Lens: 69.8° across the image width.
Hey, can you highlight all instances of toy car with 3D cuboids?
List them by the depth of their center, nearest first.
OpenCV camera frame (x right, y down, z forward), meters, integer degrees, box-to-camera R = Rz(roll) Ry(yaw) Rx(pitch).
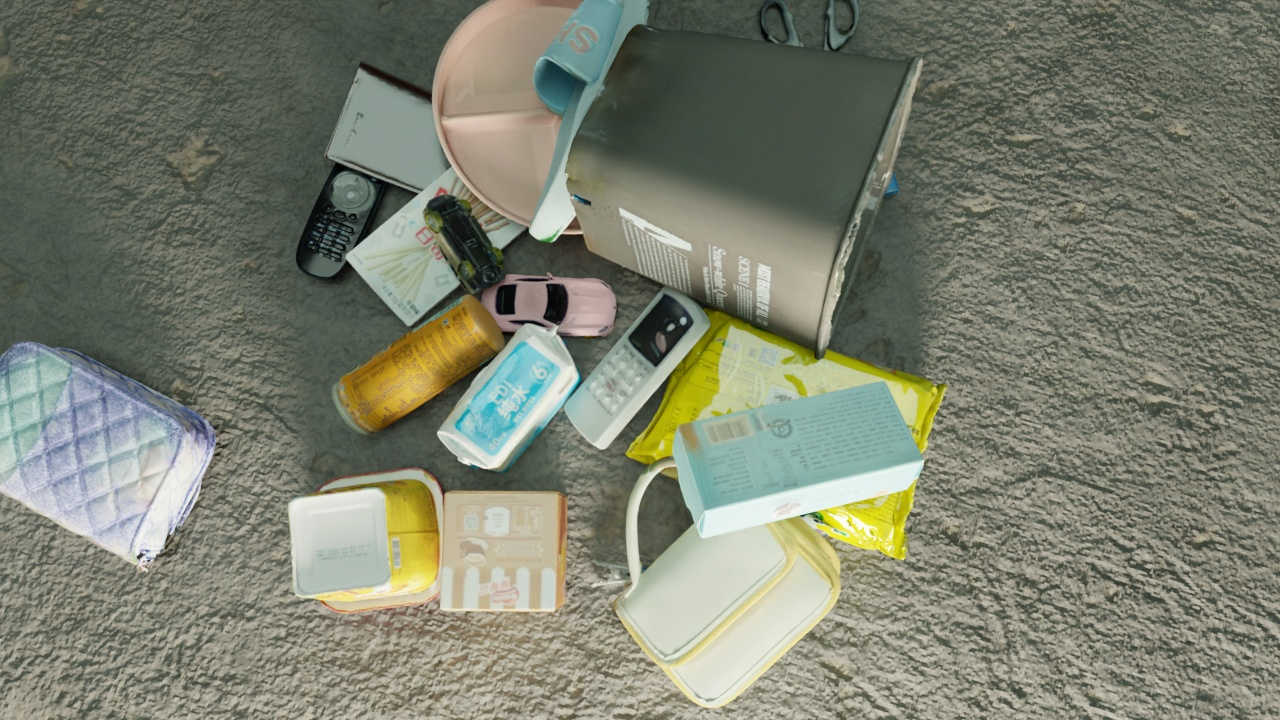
[{"bbox_3d":[-0.156,-0.101,0.796,0.042,0.035,0.090,-34,95,-43],"label":"toy car"},{"bbox_3d":[-0.081,-0.049,0.820,0.122,0.037,0.056,2,82,1],"label":"toy car"}]

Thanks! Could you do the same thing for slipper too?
[{"bbox_3d":[-0.057,-0.220,0.766,0.074,0.104,0.245,18,86,-14],"label":"slipper"}]

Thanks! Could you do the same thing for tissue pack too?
[{"bbox_3d":[-0.108,0.033,0.779,0.063,0.090,0.140,38,83,7],"label":"tissue pack"}]

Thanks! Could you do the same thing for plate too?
[{"bbox_3d":[-0.071,-0.224,0.828,0.229,0.028,0.229,2,83,-14],"label":"plate"}]

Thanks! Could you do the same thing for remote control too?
[{"bbox_3d":[-0.005,0.005,0.787,0.150,0.021,0.058,-50,51,8],"label":"remote control"},{"bbox_3d":[-0.272,-0.136,0.845,0.053,0.024,0.136,21,78,-1],"label":"remote control"}]

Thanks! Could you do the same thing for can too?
[{"bbox_3d":[-0.190,0.004,0.789,0.146,0.058,0.058,-32,81,8],"label":"can"}]

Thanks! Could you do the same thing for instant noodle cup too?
[{"bbox_3d":[-0.224,0.146,0.744,0.116,0.124,0.116,-7,80,0],"label":"instant noodle cup"}]

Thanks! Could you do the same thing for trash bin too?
[{"bbox_3d":[0.077,-0.139,0.718,0.220,0.199,0.198,19,72,13],"label":"trash bin"}]

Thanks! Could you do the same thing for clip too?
[{"bbox_3d":[-0.015,0.183,0.783,0.057,0.024,0.029,1,84,3],"label":"clip"}]

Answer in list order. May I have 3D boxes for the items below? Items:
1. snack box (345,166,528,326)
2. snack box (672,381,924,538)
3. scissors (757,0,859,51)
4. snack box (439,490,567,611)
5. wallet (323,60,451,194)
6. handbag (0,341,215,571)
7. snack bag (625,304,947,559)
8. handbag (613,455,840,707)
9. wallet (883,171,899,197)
[{"bbox_3d":[-0.177,-0.112,0.829,0.156,0.027,0.084,-42,97,-5],"label":"snack box"},{"bbox_3d":[0.117,0.074,0.695,0.174,0.052,0.074,-12,57,-8],"label":"snack box"},{"bbox_3d":[0.167,-0.276,0.865,0.159,0.014,0.173,36,84,7],"label":"scissors"},{"bbox_3d":[-0.111,0.158,0.763,0.093,0.077,0.094,0,79,1],"label":"snack box"},{"bbox_3d":[-0.216,-0.207,0.843,0.122,0.020,0.096,21,83,-10],"label":"wallet"},{"bbox_3d":[-0.472,0.077,0.789,0.194,0.075,0.134,27,86,7],"label":"handbag"},{"bbox_3d":[0.128,0.052,0.781,0.246,0.068,0.158,19,81,6],"label":"snack bag"},{"bbox_3d":[0.051,0.167,0.733,0.179,0.063,0.163,45,102,0],"label":"handbag"},{"bbox_3d":[0.169,-0.204,0.836,0.106,0.040,0.133,-14,85,-6],"label":"wallet"}]
